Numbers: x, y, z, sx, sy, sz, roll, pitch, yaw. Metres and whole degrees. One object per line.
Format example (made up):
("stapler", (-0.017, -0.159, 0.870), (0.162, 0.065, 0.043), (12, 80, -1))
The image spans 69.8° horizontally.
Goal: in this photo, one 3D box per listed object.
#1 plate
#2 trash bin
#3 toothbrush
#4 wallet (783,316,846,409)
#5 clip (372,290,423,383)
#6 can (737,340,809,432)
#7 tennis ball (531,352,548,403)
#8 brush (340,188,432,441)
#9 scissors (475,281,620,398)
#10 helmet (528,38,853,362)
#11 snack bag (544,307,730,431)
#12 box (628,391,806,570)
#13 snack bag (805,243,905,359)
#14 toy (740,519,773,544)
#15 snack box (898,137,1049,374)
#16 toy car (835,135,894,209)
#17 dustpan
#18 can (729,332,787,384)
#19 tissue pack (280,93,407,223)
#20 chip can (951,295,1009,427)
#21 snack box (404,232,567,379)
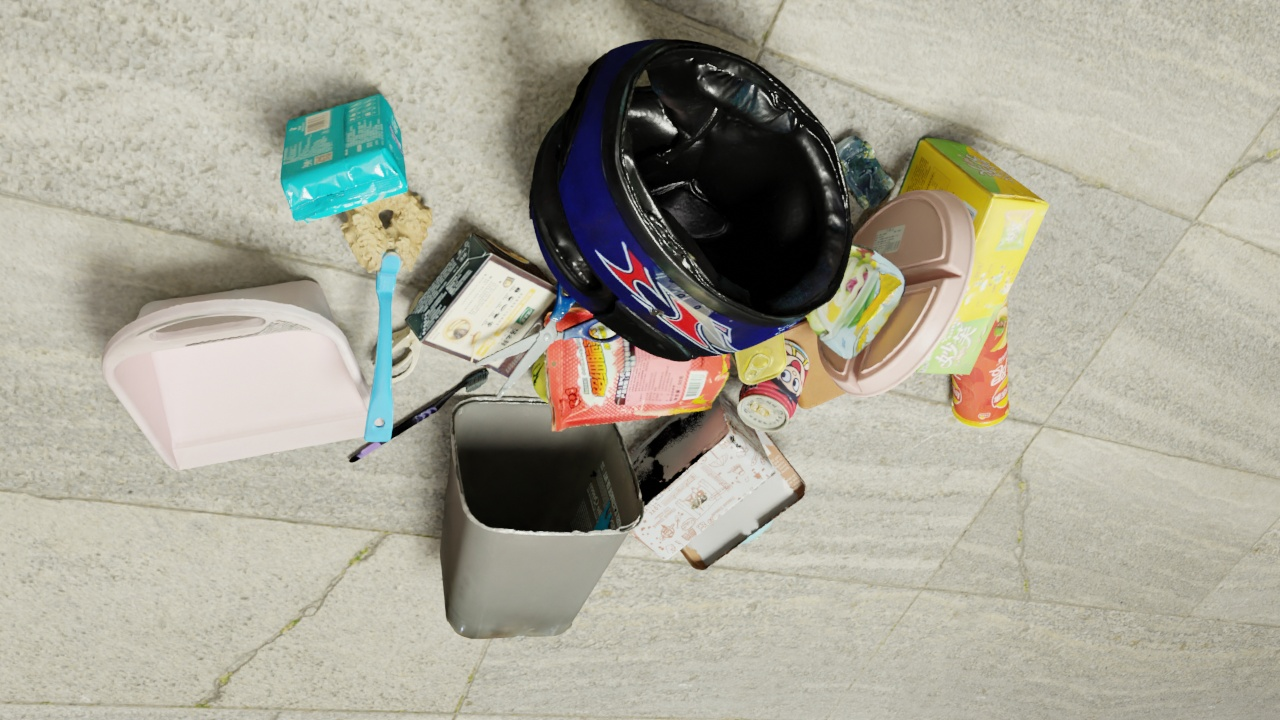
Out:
("plate", (0.253, -0.074, 0.950), (0.028, 0.229, 0.230), (21, 115, -18))
("trash bin", (-0.128, 0.186, 1.036), (0.198, 0.198, 0.220), (4, 129, -21))
("toothbrush", (-0.244, 0.065, 1.012), (0.189, 0.016, 0.014), (-33, 142, 6))
("wallet", (0.227, -0.010, 1.108), (0.108, 0.031, 0.132), (-23, 128, 3))
("clip", (-0.237, -0.021, 0.948), (0.071, 0.034, 0.100), (35, 99, -34))
("can", (0.153, 0.030, 1.059), (0.066, 0.093, 0.067), (15, 139, 14))
("tennis ball", (-0.086, 0.017, 1.001), (0.065, 0.065, 0.066), (-9, 126, -13))
("brush", (-0.242, -0.047, 0.864), (0.083, 0.046, 0.255), (1, 98, -28))
("scissors", (-0.085, -0.037, 0.913), (0.165, 0.012, 0.156), (-1, 97, -23))
("helmet", (0.020, -0.136, 0.814), (0.315, 0.241, 0.247), (27, 74, -39))
("snack bag", (-0.006, 0.006, 0.986), (0.207, 0.073, 0.128), (-3, 97, -30))
("box", (0.088, 0.161, 1.102), (0.183, 0.154, 0.187), (-41, 112, 13))
("snack bag", (0.177, -0.098, 0.937), (0.038, 0.191, 0.111), (-9, 135, -41))
("toy", (0.131, 0.180, 1.198), (0.161, 0.050, 0.156), (-44, 119, 4))
("snack box", (0.328, -0.111, 0.990), (0.070, 0.157, 0.210), (3, 123, -16))
("toy car", (0.234, -0.199, 0.975), (0.043, 0.034, 0.090), (-42, 128, 9))
("dustpan", (-0.377, 0.033, 0.870), (0.222, 0.138, 0.274), (-12, 126, -11))
("can", (0.117, -0.039, 1.018), (0.057, 0.083, 0.102), (-19, 128, -5))
("tissue pack", (-0.249, -0.170, 0.774), (0.093, 0.133, 0.050), (-18, 131, -2))
("chip can", (0.422, -0.017, 1.143), (0.073, 0.073, 0.217), (-20, 127, -4))
("snack box", (-0.150, -0.052, 0.920), (0.113, 0.053, 0.125), (-49, 146, 11))
